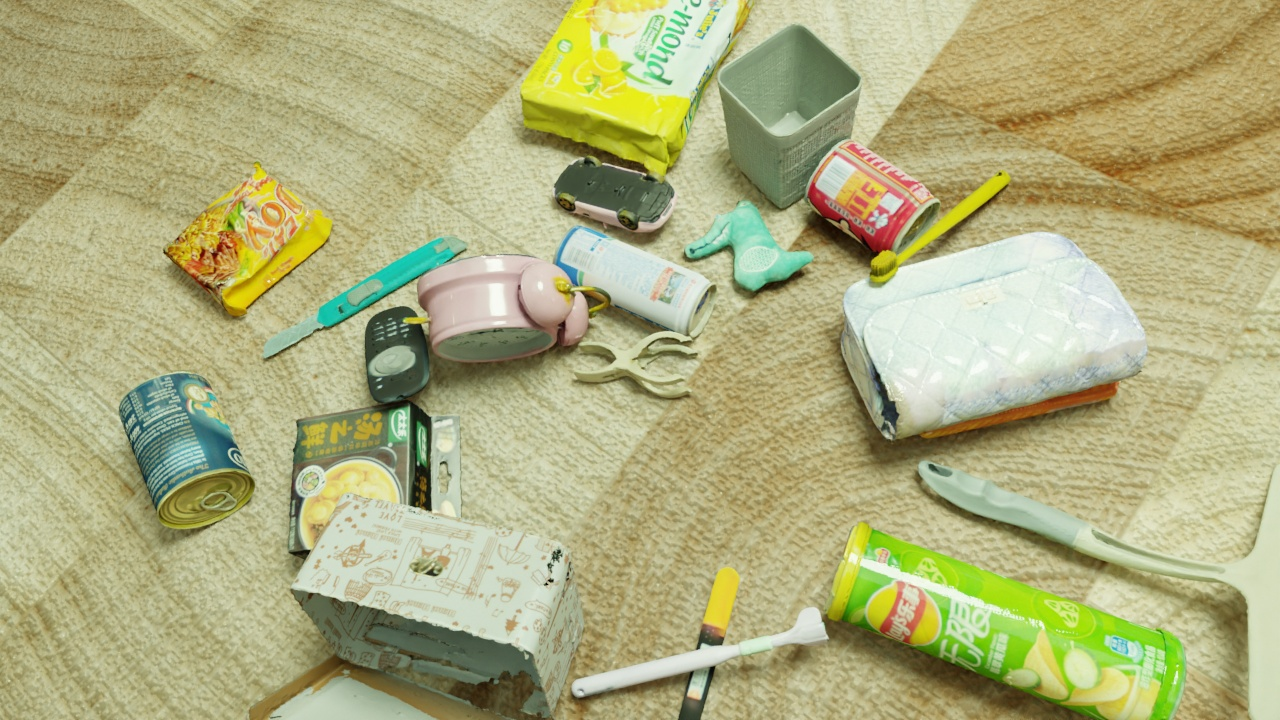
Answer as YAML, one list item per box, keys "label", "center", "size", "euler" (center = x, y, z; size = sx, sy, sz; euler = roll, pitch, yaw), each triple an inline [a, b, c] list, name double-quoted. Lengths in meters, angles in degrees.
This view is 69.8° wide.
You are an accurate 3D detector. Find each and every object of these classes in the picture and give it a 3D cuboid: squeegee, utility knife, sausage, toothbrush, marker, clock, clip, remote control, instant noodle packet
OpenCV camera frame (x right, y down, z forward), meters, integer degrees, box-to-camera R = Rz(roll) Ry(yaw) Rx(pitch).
- label: "squeegee"
  center: [0.315, 0.121, 0.640]
  size: [0.247, 0.039, 0.245]
  euler: [16, 42, 27]
- label: "utility knife"
  center: [-0.251, -0.060, 0.832]
  size: [0.207, 0.013, 0.029]
  euler: [-32, 65, -6]
- label: "sausage"
  center: [0.286, 0.035, 0.700]
  size: [0.165, 0.021, 0.021]
  euler: [-13, 65, 3]
- label: "toothbrush"
  center: [0.244, -0.113, 0.741]
  size: [0.189, 0.017, 0.016]
  euler: [-35, 40, -29]
- label: "marker"
  center: [0.049, 0.211, 0.664]
  size: [0.018, 0.015, 0.123]
  euler: [13, 71, 16]
- label: "clock"
  center: [-0.102, -0.042, 0.747]
  size: [0.158, 0.117, 0.059]
  euler: [-11, 75, 7]
- label: "clip"
  center: [-0.003, 0.015, 0.750]
  size: [0.104, 0.035, 0.083]
  euler: [-13, 64, 8]
- label: "toothbrush"
  center: [0.038, 0.210, 0.648]
  size: [0.189, 0.021, 0.029]
  euler: [-18, 97, 12]
- label: "remote control"
  center: [-0.205, -0.002, 0.776]
  size: [0.053, 0.024, 0.136]
  euler: [-18, 38, -7]
- label: "instant noodle packet"
  center: [-0.368, -0.116, 0.861]
  size: [0.111, 0.044, 0.128]
  euler: [38, 76, 18]

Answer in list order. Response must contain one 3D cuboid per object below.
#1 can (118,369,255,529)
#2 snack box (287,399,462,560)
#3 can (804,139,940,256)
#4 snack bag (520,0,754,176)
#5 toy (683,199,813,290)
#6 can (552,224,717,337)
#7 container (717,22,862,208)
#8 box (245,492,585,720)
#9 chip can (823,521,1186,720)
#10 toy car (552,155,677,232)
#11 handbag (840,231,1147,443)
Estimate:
- label: "can"
  center: [-0.376, 0.072, 0.759]
  size: [0.075, 0.075, 0.111]
  euler: [-33, 65, -7]
- label: "snack box"
  center: [-0.213, 0.097, 0.740]
  size: [0.126, 0.053, 0.113]
  euler: [-11, 65, 10]
- label: "can"
  center: [0.193, -0.133, 0.765]
  size: [0.094, 0.066, 0.066]
  euler: [40, 77, 23]
- label: "snack bag"
  center: [0.004, -0.293, 0.866]
  size: [0.158, 0.068, 0.246]
  euler: [21, 71, 18]
- label: "toy"
  center: [0.088, -0.097, 0.789]
  size: [0.096, 0.030, 0.091]
  euler: [-25, 60, 6]
- label: "can"
  center: [-0.005, -0.067, 0.774]
  size: [0.135, 0.053, 0.053]
  euler: [25, 72, 18]
- label: "container"
  center: [0.126, -0.201, 0.780]
  size: [0.090, 0.114, 0.090]
  euler: [-34, 65, -7]
- label: "box"
  center: [-0.152, 0.215, 0.618]
  size: [0.182, 0.153, 0.177]
  euler: [10, 49, 14]
- label: "chip can"
  center: [0.240, 0.179, 0.615]
  size: [0.221, 0.073, 0.072]
  euler: [18, 70, 16]
- label: "toy car"
  center: [-0.023, -0.147, 0.825]
  size: [0.122, 0.037, 0.056]
  euler: [22, 68, 31]
- label: "handbag"
  center: [0.254, -0.021, 0.692]
  size: [0.194, 0.076, 0.134]
  euler: [-17, 52, 0]
